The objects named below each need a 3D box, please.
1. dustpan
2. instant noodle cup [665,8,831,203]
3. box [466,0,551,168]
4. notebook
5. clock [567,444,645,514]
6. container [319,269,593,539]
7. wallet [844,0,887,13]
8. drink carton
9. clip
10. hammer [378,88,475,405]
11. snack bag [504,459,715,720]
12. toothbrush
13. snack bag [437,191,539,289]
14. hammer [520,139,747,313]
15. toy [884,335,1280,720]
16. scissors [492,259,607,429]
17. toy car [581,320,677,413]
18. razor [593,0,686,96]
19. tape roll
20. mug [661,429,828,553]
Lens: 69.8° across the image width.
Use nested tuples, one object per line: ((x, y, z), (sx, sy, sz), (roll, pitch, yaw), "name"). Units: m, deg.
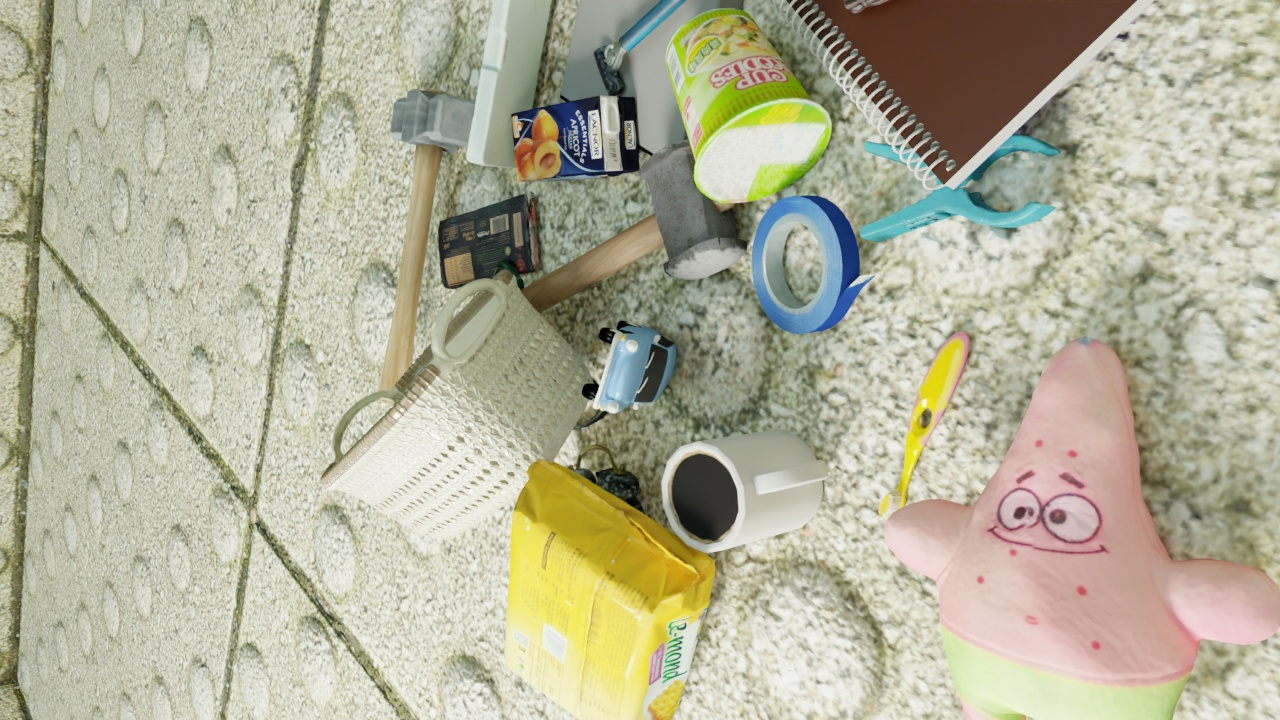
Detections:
((0.019, -0.304, 0.723), (0.163, 0.033, 0.258), (41, 129, 36), "dustpan")
((0.067, -0.183, 0.640), (0.099, 0.098, 0.108), (-42, 56, 38), "instant noodle cup")
((-0.125, -0.279, 0.839), (0.125, 0.075, 0.197), (37, 118, 59), "box")
((0.181, -0.230, 0.549), (0.172, 0.022, 0.209), (-47, 57, 30), "notebook")
((-0.037, 0.137, 0.787), (0.090, 0.052, 0.129), (-6, 89, 45), "clock")
((-0.156, 0.046, 0.783), (0.143, 0.184, 0.247), (40, 139, -13), "container")
((0.161, -0.279, 0.541), (0.100, 0.031, 0.120), (-7, 81, 45), "wallet")
((-0.057, -0.187, 0.785), (0.130, 0.040, 0.064), (8, 106, 48), "drink carton")
((0.193, -0.122, 0.561), (0.127, 0.028, 0.113), (18, 107, 44), "clip")
((-0.233, -0.114, 0.945), (0.117, 0.051, 0.323), (18, 100, 52), "hammer")
((-0.037, 0.196, 0.709), (0.160, 0.068, 0.248), (30, 134, 23), "snack bag")
((0.180, 0.045, 0.588), (0.021, 0.016, 0.136), (34, 116, 44), "toothbrush")
((-0.154, -0.116, 0.912), (0.155, 0.018, 0.074), (-5, 89, 46), "snack bag")
((-0.050, -0.074, 0.775), (0.329, 0.052, 0.098), (-24, 75, 40), "hammer")
((0.229, 0.105, 0.492), (0.192, 0.096, 0.236), (5, 88, 37), "toy")
((-0.097, 0.015, 0.861), (0.204, 0.015, 0.202), (19, 113, 41), "scissors")
((-0.004, 0.004, 0.694), (0.055, 0.153, 0.056), (18, 98, 5), "toy car")
((0.007, -0.258, 0.705), (0.144, 0.022, 0.042), (-28, 79, 49), "razor")
((0.112, -0.066, 0.635), (0.092, 0.016, 0.093), (-54, 53, 48), "tape roll")
((0.082, 0.086, 0.637), (0.105, 0.089, 0.073), (-22, 77, 44), "mug")
